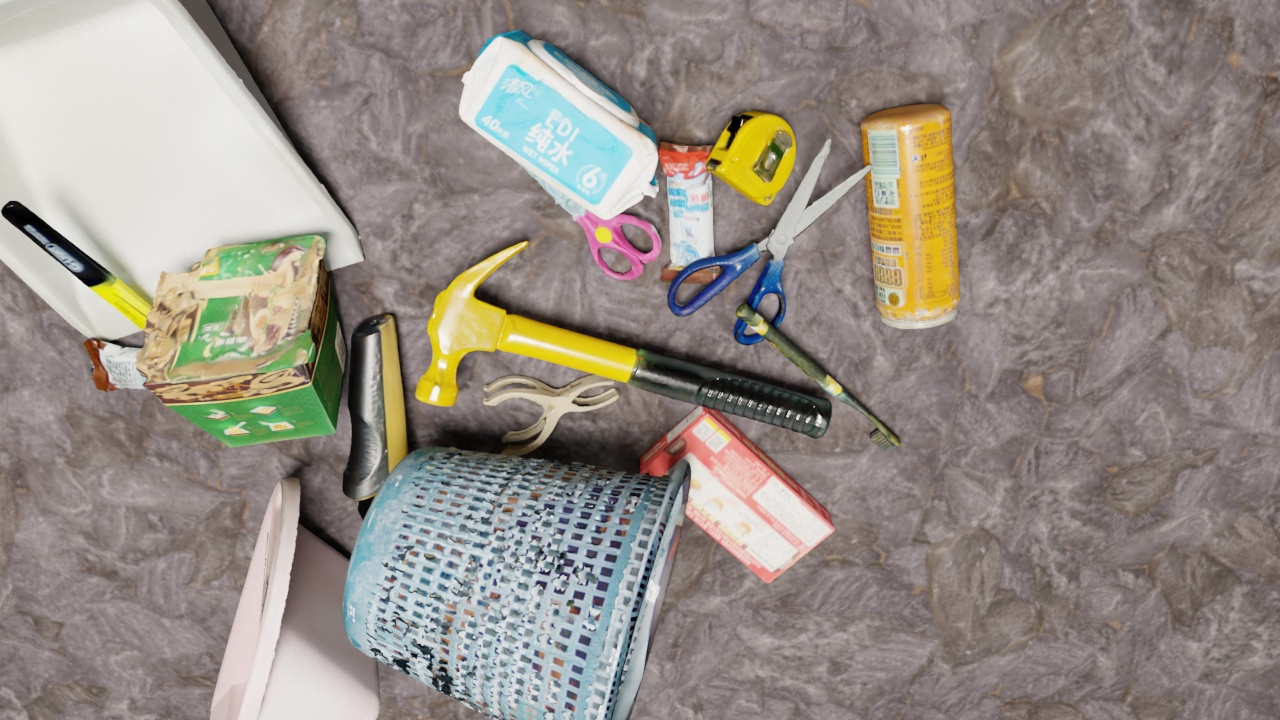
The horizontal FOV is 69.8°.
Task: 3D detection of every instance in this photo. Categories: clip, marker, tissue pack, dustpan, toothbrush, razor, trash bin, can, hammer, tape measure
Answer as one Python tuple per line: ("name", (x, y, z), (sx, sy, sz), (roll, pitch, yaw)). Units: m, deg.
("clip", (-0.076, 0.026, 0.692), (0.102, 0.035, 0.094), (-38, 110, 9))
("marker", (-0.373, -0.061, 0.615), (0.018, 0.015, 0.124), (-22, 138, 8))
("tissue pack", (-0.048, -0.153, 0.586), (0.140, 0.090, 0.063), (34, 109, -14))
("dustpan", (-0.299, 0.226, 0.680), (0.273, 0.222, 0.139), (-44, 120, 2))
("toothbrush", (0.135, 0.016, 0.692), (0.186, 0.012, 0.017), (38, 118, -24))
("razor", (-0.193, 0.048, 0.694), (0.067, 0.062, 0.168), (-9, 111, -31))
("trash bin", (-0.086, 0.154, 0.642), (0.195, 0.226, 0.227), (15, 113, 9))
("dustpan", (-0.338, -0.130, 0.562), (0.223, 0.142, 0.258), (-17, 111, 6))
("can", (0.187, -0.099, 0.633), (0.058, 0.058, 0.146), (-10, 113, 3))
("hammer", (-0.004, 0.004, 0.666), (0.300, 0.033, 0.129), (16, 93, -9))
("tape measure", (0.079, -0.137, 0.617), (0.060, 0.029, 0.057), (26, 94, -40))

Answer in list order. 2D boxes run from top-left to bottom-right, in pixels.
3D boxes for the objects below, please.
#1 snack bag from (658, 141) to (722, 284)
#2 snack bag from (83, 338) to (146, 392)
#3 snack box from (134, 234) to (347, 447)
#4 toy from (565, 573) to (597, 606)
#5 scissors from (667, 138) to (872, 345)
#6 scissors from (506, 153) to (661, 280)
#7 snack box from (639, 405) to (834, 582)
("snack bag", (0.036, -0.102, 0.645), (0.048, 0.026, 0.104), (2, 113, 2))
("snack bag", (-0.357, 0.007, 0.680), (0.105, 0.026, 0.045), (3, 122, -2))
("snack box", (-0.257, -0.005, 0.631), (0.117, 0.118, 0.106), (-7, 142, 2))
("toy", (-0.069, 0.179, 0.759), (0.100, 0.031, 0.097), (-34, 106, 8))
("scissors", (0.095, -0.072, 0.643), (0.166, 0.012, 0.155), (-21, 131, 10))
("scissors", (-0.045, -0.108, 0.646), (0.133, 0.017, 0.054), (39, 123, -13))
("snack box", (0.078, 0.108, 0.735), (0.153, 0.025, 0.075), (42, 107, -17))
